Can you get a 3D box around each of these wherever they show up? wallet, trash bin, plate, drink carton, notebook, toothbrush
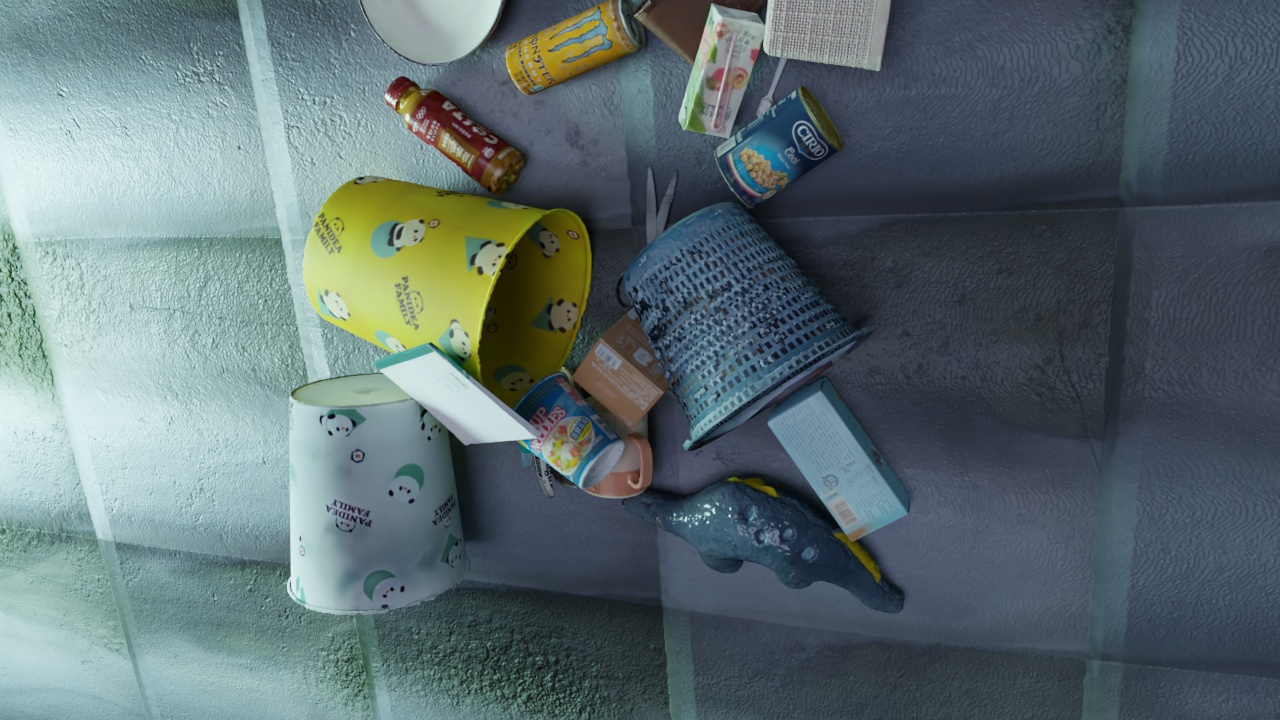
[{"bbox_3d":[0.068,-0.363,0.922,0.101,0.032,0.125,30,121,-24],"label":"wallet"},{"bbox_3d":[-0.339,0.156,1.167,0.230,0.229,0.252,3,102,19],"label":"trash bin"},{"bbox_3d":[-0.229,-0.429,1.025,0.193,0.039,0.192,6,109,19],"label":"plate"},{"bbox_3d":[0.082,-0.291,0.932,0.053,0.045,0.123,8,125,-16],"label":"drink carton"},{"bbox_3d":[-0.206,0.041,0.999,0.150,0.012,0.210,44,155,-20],"label":"notebook"},{"bbox_3d":[0.092,-0.046,0.952,0.227,0.226,0.195,-37,79,26],"label":"trash bin"},{"bbox_3d":[-0.221,-0.091,1.041,0.255,0.229,0.230,19,113,19],"label":"trash bin"},{"bbox_3d":[0.154,-0.330,0.928,0.016,0.016,0.180,21,113,2],"label":"toothbrush"}]

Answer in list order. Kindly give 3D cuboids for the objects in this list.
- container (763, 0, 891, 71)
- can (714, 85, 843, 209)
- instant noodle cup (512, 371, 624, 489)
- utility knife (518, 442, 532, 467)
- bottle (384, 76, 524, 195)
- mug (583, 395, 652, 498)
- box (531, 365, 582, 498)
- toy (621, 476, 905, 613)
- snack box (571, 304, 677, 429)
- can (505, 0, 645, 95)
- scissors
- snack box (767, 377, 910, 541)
[{"bbox_3d":[0.178,-0.326,0.872,0.111,0.090,0.090,8,110,11],"label":"container"},{"bbox_3d":[0.139,-0.216,0.938,0.111,0.075,0.075,-32,94,26],"label":"can"},{"bbox_3d":[-0.078,0.083,1.027,0.110,0.099,0.099,39,117,20],"label":"instant noodle cup"},{"bbox_3d":[-0.144,0.061,1.170,0.029,0.013,0.175,14,115,18],"label":"utility knife"},{"bbox_3d":[-0.218,-0.264,1.065,0.175,0.057,0.058,37,116,6],"label":"bottle"},{"bbox_3d":[-0.023,0.104,1.089,0.115,0.081,0.106,25,119,55],"label":"mug"},{"bbox_3d":[-0.115,0.090,1.129,0.076,0.086,0.163,9,113,36],"label":"box"},{"bbox_3d":[0.140,0.203,1.076,0.357,0.091,0.138,16,140,16],"label":"toy"},{"bbox_3d":[-0.006,0.006,1.046,0.093,0.094,0.077,41,132,3],"label":"snack box"},{"bbox_3d":[-0.071,-0.337,0.986,0.146,0.058,0.058,-15,101,24],"label":"can"},{"bbox_3d":[0.018,-0.126,1.049,0.165,0.014,0.163,-38,90,25],"label":"scissors"},{"bbox_3d":[0.223,0.111,1.028,0.074,0.051,0.175,-34,94,25],"label":"snack box"}]
